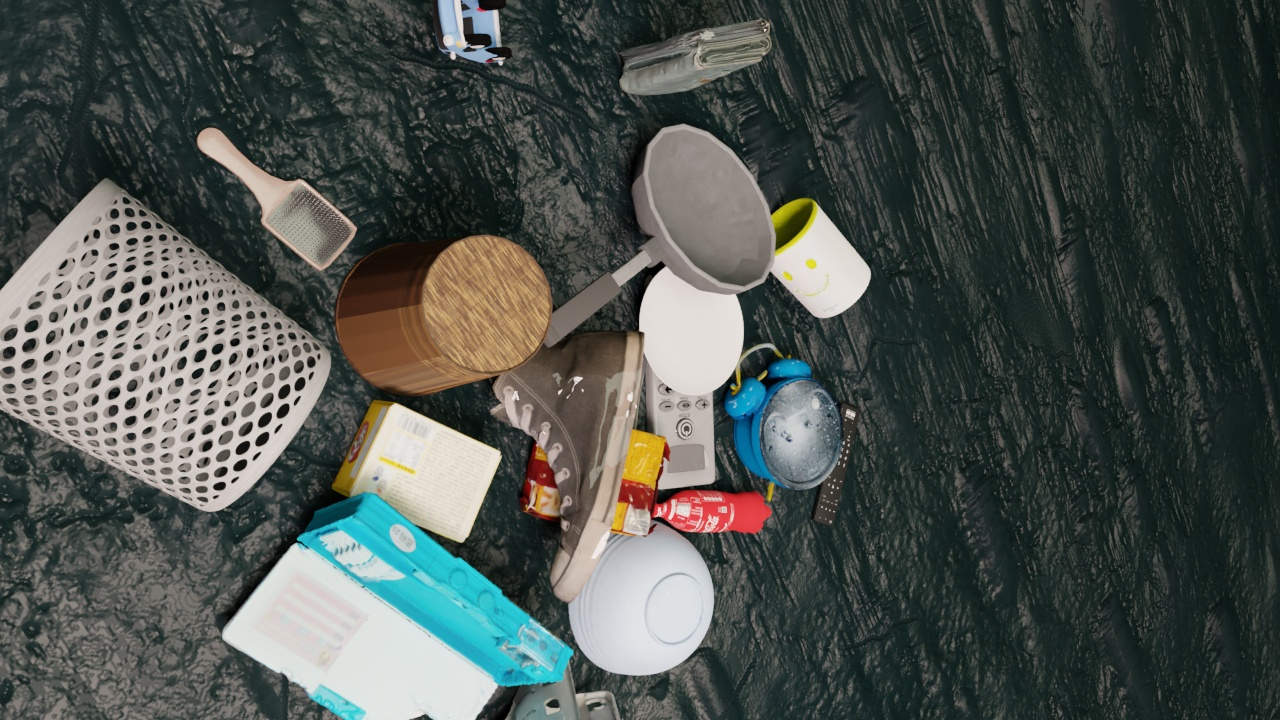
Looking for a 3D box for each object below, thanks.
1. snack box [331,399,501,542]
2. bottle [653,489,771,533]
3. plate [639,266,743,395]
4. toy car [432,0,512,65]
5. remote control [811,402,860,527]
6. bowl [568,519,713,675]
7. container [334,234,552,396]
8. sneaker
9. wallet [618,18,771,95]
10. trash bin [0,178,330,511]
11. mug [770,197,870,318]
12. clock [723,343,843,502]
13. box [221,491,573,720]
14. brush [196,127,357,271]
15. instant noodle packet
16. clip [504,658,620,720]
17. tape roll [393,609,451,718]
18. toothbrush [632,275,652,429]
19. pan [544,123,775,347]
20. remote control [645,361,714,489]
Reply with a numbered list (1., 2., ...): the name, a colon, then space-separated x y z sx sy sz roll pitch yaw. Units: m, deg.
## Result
1. snack box: -0.184 0.091 0.760 0.105 0.061 0.083 30 74 -28
2. bottle: 0.068 0.153 0.929 0.141 0.042 0.042 7 85 -31
3. plate: 0.050 -0.033 0.915 0.134 0.011 0.134 2 86 -37
4. toy car: -0.143 -0.278 0.757 0.055 0.153 0.056 -4 102 4
5. remote control: 0.224 0.118 1.047 0.030 0.009 0.140 23 77 -30
6. bowl: 0.014 0.230 0.874 0.150 0.075 0.150 1 87 -32
7. container: -0.151 -0.037 0.720 0.132 0.168 0.132 1 88 -32
8. sneaker: -0.072 0.082 0.779 0.120 0.095 0.234 10 90 -3
9. wallet: 0.050 -0.290 0.876 0.100 0.132 0.054 -25 105 -29
10. trash bin: -0.327 -0.002 0.620 0.183 0.157 0.156 41 69 -28
11. mug: 0.184 -0.109 0.985 0.106 0.083 0.082 43 68 -25
12. clock: 0.150 0.060 0.974 0.116 0.060 0.161 -24 100 -29
13. box: -0.188 0.213 0.742 0.172 0.084 0.227 -40 114 12
14. brush: -0.289 -0.132 0.726 0.135 0.015 0.049 43 68 -24
15. instant noodle packet: -0.040 0.106 0.849 0.135 0.040 0.098 14 84 -13
16. clip: -0.090 0.311 0.786 0.151 0.126 0.104 -3 98 -9
17. tape roll: -0.197 0.255 0.777 0.093 0.013 0.093 1 88 -33
18. toothbrush: -0.005 0.005 0.900 0.024 0.022 0.185 28 69 -66
19. pan: 0.013 -0.102 0.842 0.178 0.041 0.356 55 44 -8
20. remote control: 0.041 0.052 0.927 0.074 0.019 0.151 -2 90 -32
